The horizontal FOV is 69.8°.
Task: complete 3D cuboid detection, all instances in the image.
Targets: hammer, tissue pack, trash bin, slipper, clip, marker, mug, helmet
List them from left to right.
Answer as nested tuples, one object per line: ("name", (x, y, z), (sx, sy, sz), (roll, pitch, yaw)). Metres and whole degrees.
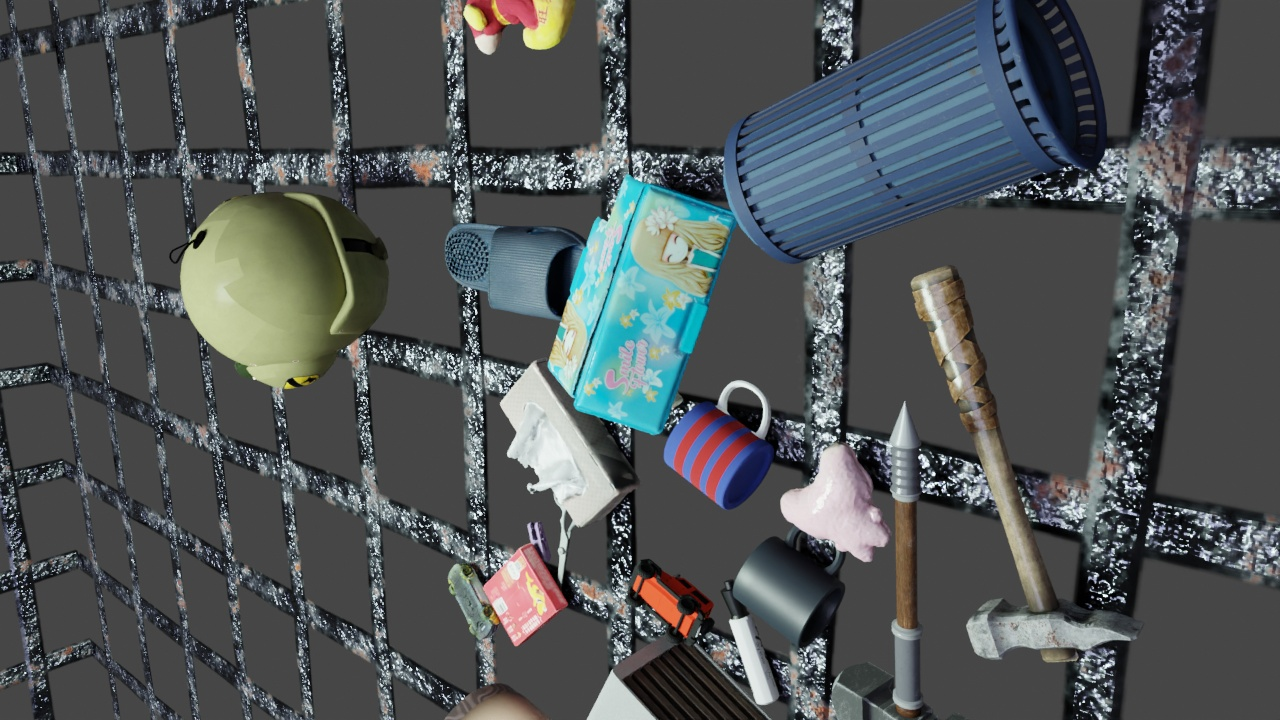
("helmet", (-0.429, -0.099, 1.139), (0.234, 0.254, 0.250), (-23, 86, 45))
("slipper", (-0.151, -0.105, 1.026), (0.264, 0.082, 0.101), (17, 109, 38))
("clip", (-0.127, 0.223, 1.130), (0.037, 0.013, 0.053), (4, 101, 40))
("tissue pack", (-0.090, 0.097, 1.035), (0.181, 0.071, 0.104), (54, 128, 13))
("trash bin", (0.064, 0.411, 0.937), (0.229, 0.114, 0.115), (40, 123, 28))
("mug", (0.085, 0.075, 0.877), (0.076, 0.075, 0.112), (36, 95, 30))
("marker", (0.109, 0.283, 0.928), (0.025, 0.025, 0.126), (-21, 86, 42))
("mug", (0.147, 0.201, 0.854), (0.077, 0.071, 0.105), (33, 93, 31))
("trash bin", (0.188, -0.165, 0.680), (0.250, 0.139, 0.139), (-17, 88, 44))
("hammer", (0.218, 0.187, 0.753), (0.156, 0.043, 0.322), (18, 120, 52))
("hammer", (0.281, 0.080, 0.721), (0.122, 0.048, 0.318), (-21, 85, 39))

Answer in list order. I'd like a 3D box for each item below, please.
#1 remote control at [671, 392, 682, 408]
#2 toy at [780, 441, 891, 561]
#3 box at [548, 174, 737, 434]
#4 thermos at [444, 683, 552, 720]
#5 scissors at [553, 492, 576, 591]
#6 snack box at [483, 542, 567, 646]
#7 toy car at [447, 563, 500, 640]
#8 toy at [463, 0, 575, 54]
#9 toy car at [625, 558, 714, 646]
("remote control", (-0.006, 0.006, 0.953), (0.125, 0.038, 0.018), (49, 127, 22))
("toy", (0.179, 0.133, 0.813), (0.096, 0.052, 0.099), (47, 126, 20))
("box", (-0.016, -0.061, 0.890), (0.172, 0.083, 0.227), (26, 105, 27))
("thermos", (-0.136, 0.514, 1.112), (0.226, 0.172, 0.173), (29, 118, 40))
("scissors", (-0.097, 0.210, 1.099), (0.090, 0.014, 0.172), (41, 121, 24))
("snack box", (-0.147, 0.294, 1.146), (0.089, 0.021, 0.133), (57, 137, 15))
("toy car", (-0.219, 0.317, 1.218), (0.105, 0.033, 0.048), (55, 131, 23))
("toy", (-0.126, -0.375, 0.957), (0.138, 0.067, 0.105), (1, 97, 33))
("toy car", (0.032, 0.254, 0.972), (0.100, 0.048, 0.051), (36, 122, 30))
